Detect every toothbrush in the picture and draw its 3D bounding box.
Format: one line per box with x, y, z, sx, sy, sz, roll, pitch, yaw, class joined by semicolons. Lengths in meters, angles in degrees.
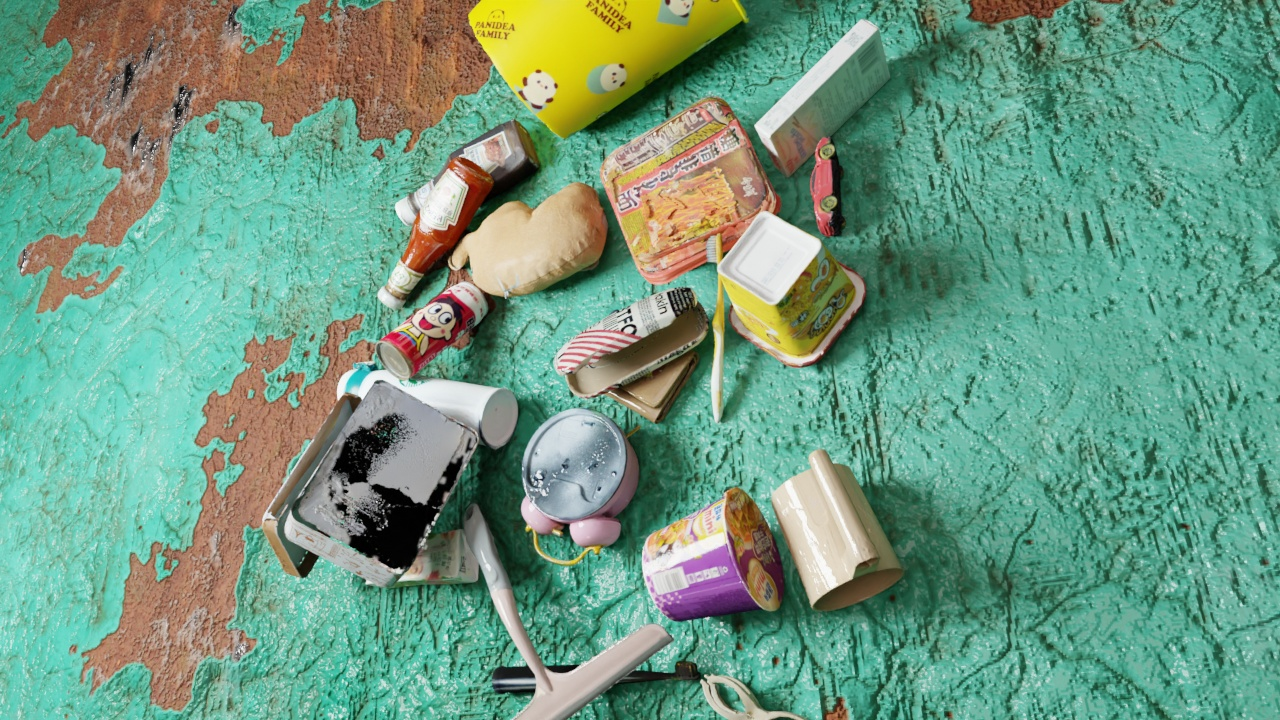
-0.045;0.301;0.875;0.213;0.026;0.027;-10;103;21;toothbrush
0.075;-0.032;0.924;0.018;0.016;0.191;1;93;17;toothbrush

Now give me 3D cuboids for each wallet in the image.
-0.006;0.006;0.978;0.115;0.033;0.090;29;83;28;wallet

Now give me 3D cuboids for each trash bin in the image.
-0.043;-0.409;1.064;0.256;0.229;0.229;-35;59;15;trash bin

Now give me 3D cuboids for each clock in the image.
-0.063;0.130;0.936;0.117;0.060;0.158;11;72;27;clock

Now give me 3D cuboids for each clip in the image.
0.097;0.307;0.804;0.097;0.034;0.061;33;85;27;clip

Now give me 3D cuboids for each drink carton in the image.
-0.236;0.214;0.988;0.123;0.045;0.053;-9;66;22;drink carton

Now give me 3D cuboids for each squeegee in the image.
-0.129;0.237;0.898;0.248;0.040;0.249;-40;56;10;squeegee

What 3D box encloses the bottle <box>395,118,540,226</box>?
-0.224;-0.231;1.169;0.195;0.044;0.079;-26;68;15;bottle

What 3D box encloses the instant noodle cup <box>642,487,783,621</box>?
0.063;0.184;0.833;0.099;0.111;0.111;-24;61;25;instant noodle cup

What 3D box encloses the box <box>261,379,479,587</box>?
-0.297;0.146;0.982;0.156;0.193;0.182;30;56;-8;box

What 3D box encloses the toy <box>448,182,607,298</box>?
-0.144;-0.133;1.075;0.226;0.082;0.143;-12;44;22;toy

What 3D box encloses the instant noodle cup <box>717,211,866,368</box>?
0.140;-0.072;0.887;0.116;0.123;0.116;37;87;31;instant noodle cup

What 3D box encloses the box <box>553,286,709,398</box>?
-0.006;-0.016;0.949;0.163;0.081;0.074;-30;30;6;box

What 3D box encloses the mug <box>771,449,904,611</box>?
0.167;0.144;0.787;0.084;0.125;0.103;-19;59;-4;mug

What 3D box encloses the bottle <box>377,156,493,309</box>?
-0.257;-0.153;1.127;0.060;0.059;0.206;46;107;32;bottle

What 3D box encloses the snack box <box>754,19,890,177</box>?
0.194;-0.274;0.968;0.157;0.084;0.027;-44;59;3;snack box

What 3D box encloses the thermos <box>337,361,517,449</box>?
-0.250;0.047;1.051;0.225;0.073;0.073;8;73;28;thermos

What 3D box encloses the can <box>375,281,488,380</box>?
-0.237;-0.036;1.055;0.053;0.053;0.132;20;47;30;can

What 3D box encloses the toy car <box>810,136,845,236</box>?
0.194;-0.181;0.951;0.031;0.049;0.106;-4;69;22;toy car

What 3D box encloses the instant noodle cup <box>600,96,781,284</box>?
0.057;-0.175;0.994;0.165;0.079;0.188;-27;60;13;instant noodle cup
